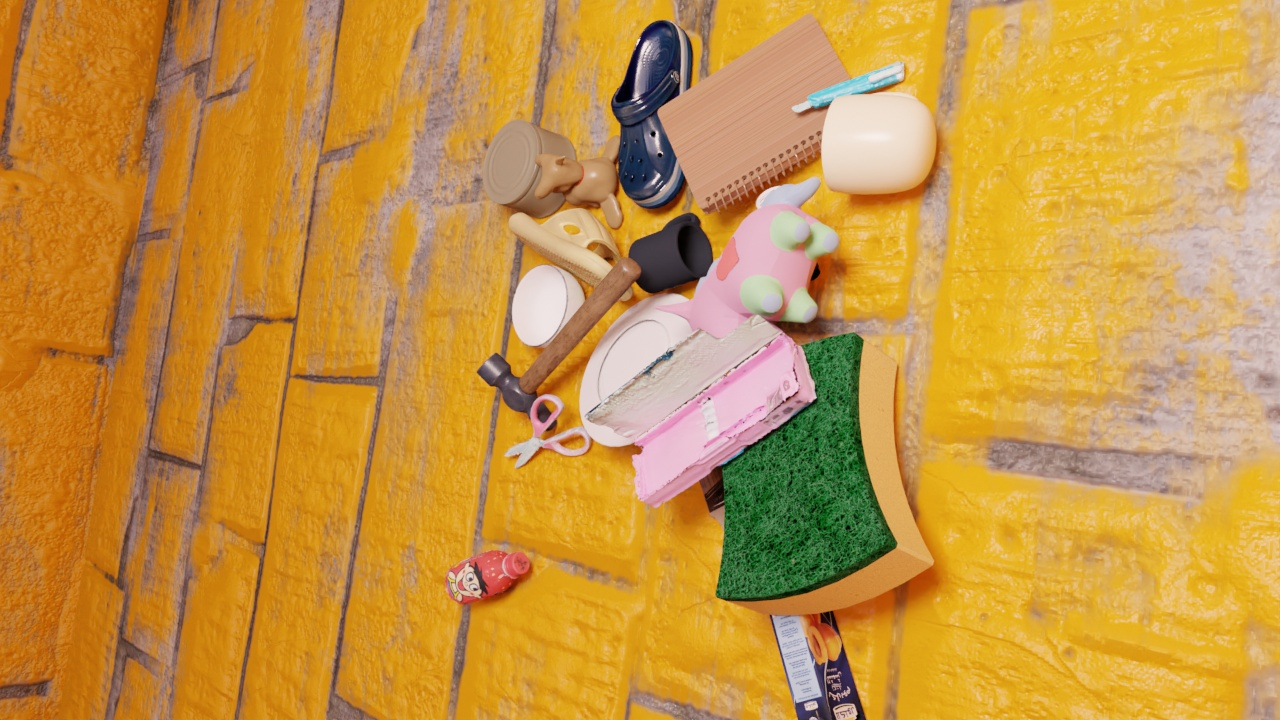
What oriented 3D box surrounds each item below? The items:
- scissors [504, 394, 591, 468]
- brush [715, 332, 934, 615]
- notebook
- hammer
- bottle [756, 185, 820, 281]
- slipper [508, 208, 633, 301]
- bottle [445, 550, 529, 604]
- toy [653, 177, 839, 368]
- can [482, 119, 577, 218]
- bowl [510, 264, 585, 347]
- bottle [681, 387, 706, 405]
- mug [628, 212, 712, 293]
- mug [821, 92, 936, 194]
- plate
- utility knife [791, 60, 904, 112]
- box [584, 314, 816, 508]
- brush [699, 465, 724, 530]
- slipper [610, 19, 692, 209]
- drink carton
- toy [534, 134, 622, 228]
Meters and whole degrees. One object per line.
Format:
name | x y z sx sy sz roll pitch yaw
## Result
scissors | -0.128 0.121 1.257 0.105 0.016 0.180 42 132 2
brush | 0.166 0.114 0.909 0.196 0.075 0.249 -29 47 37
notebook | 0.137 -0.278 1.051 0.211 0.022 0.169 -29 63 17
hammer | -0.092 -0.026 1.168 0.129 0.040 0.323 44 132 -1
bottle | 0.168 -0.139 1.023 0.041 0.041 0.116 -38 59 31
slipper | -0.083 -0.157 1.229 0.079 0.111 0.261 -53 44 -5
bottle | -0.210 0.297 1.279 0.138 0.061 0.062 -27 65 38
toy | 0.119 -0.092 0.978 0.171 0.120 0.222 31 106 58
can | -0.162 -0.278 1.332 0.128 0.073 0.127 -10 76 41
bowl | -0.118 -0.070 1.260 0.114 0.063 0.113 -10 75 42
bottle | 0.059 0.028 1.096 0.036 0.036 0.109 -30 63 35
mug | 0.041 -0.139 1.130 0.078 0.071 0.104 -15 46 40
mug | 0.249 -0.228 0.931 0.100 0.096 0.120 7 62 28
plate | -0.007 0.007 1.131 0.209 0.015 0.208 -29 45 34
utility knife | 0.223 -0.294 0.989 0.124 0.015 0.022 -15 75 16
box | 0.053 0.050 0.932 0.231 0.105 0.086 -38 41 30
brush | 0.094 0.167 1.056 0.039 0.012 0.151 -34 62 34
slipper | 0.004 -0.320 1.175 0.105 0.095 0.252 -3 77 40
drink carton | 0.176 0.304 0.919 0.040 0.064 0.130 -33 60 36
toy | -0.084 -0.246 1.238 0.106 0.108 0.134 -18 69 57
